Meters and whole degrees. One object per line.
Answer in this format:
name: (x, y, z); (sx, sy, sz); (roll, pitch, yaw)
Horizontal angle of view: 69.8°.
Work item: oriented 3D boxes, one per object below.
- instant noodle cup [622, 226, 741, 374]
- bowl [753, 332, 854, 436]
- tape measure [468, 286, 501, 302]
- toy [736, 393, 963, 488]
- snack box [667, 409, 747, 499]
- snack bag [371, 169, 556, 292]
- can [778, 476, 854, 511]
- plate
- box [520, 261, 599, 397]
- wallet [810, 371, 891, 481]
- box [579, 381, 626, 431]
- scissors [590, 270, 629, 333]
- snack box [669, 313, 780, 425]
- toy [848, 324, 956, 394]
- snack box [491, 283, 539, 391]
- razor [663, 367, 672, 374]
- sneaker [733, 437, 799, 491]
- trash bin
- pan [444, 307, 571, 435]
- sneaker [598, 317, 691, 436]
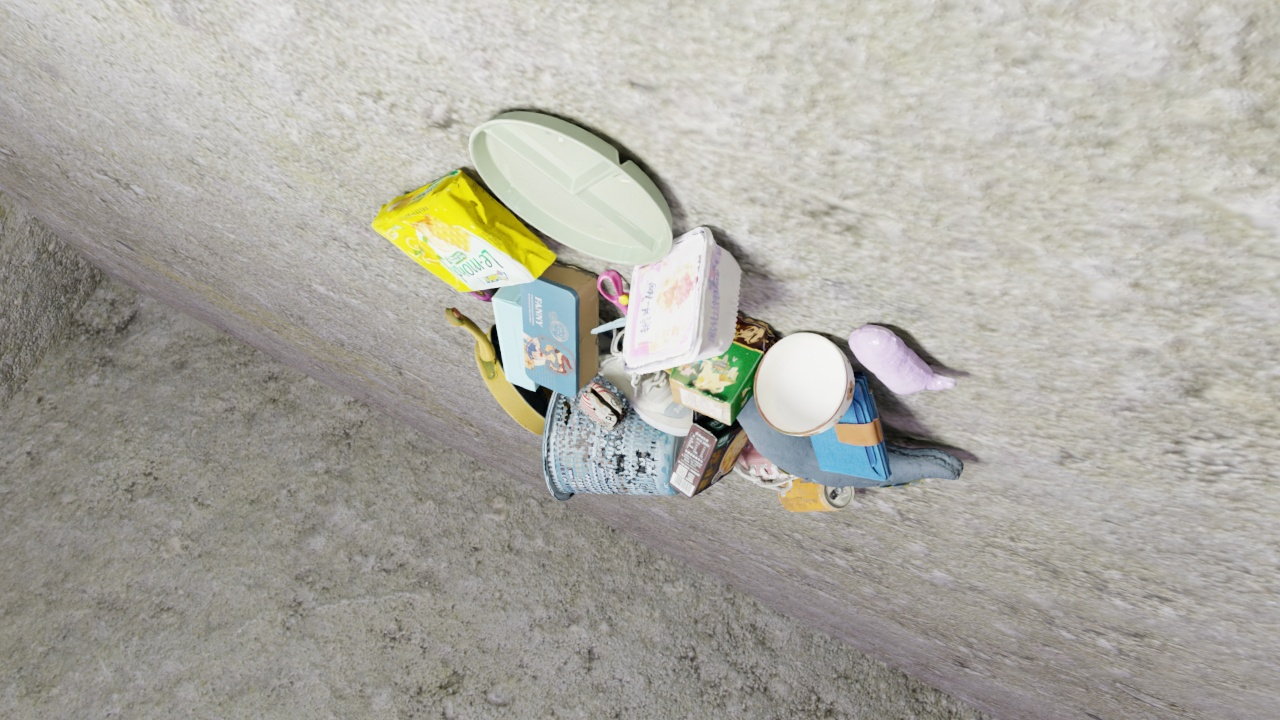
instant noodle cup: (0.046, -0.053, 0.962); (0.060, 0.138, 0.174); (11, 170, -22)
bowl: (0.189, 0.030, 1.016); (0.114, 0.113, 0.062); (12, 176, 39)
tape measure: (-0.223, -0.113, 1.307); (0.057, 0.039, 0.058); (23, 157, 15)
toy: (0.223, 0.099, 1.178); (0.356, 0.091, 0.138); (21, 149, 13)
snack box: (0.099, 0.110, 1.248); (0.053, 0.126, 0.113); (35, -148, 23)
snack bag: (-0.221, -0.158, 1.130); (0.158, 0.068, 0.247); (38, 159, -29)
can: (0.277, 0.210, 1.458); (0.058, 0.058, 0.146); (31, 162, -12)
plate: (-0.068, -0.173, 0.934); (0.230, 0.027, 0.230); (25, 162, 9)
box: (-0.102, -0.046, 1.179); (0.090, 0.062, 0.185); (20, 133, 24)
wallet: (0.237, 0.076, 1.076); (0.106, 0.040, 0.133); (4, 120, 51)
box: (-0.055, 0.069, 1.265); (0.072, 0.060, 0.164); (60, 174, 8)
scissors: (-0.006, -0.055, 1.128); (0.134, 0.017, 0.133); (-12, 118, 22)
snack box: (0.091, 0.008, 1.084); (0.118, 0.105, 0.117); (24, 163, 15)
toy: (0.259, 0.001, 0.932); (0.108, 0.038, 0.084); (40, 156, -19)
snack box: (-0.155, -0.043, 1.262); (0.052, 0.074, 0.175); (20, 142, 17)
razor: (0.054, 0.006, 1.220); (0.167, 0.062, 0.067); (38, -172, -44)
sneaker: (0.190, 0.144, 1.350); (0.241, 0.087, 0.118); (16, 159, 35)
trash bin: (-0.019, 0.121, 1.430); (0.195, 0.226, 0.227); (7, 157, 18)
pan: (-0.206, 0.001, 1.387); (0.357, 0.078, 0.197); (30, -153, -60)
sneaker: (-0.008, 0.007, 1.257); (0.242, 0.089, 0.091); (36, 156, 6)
